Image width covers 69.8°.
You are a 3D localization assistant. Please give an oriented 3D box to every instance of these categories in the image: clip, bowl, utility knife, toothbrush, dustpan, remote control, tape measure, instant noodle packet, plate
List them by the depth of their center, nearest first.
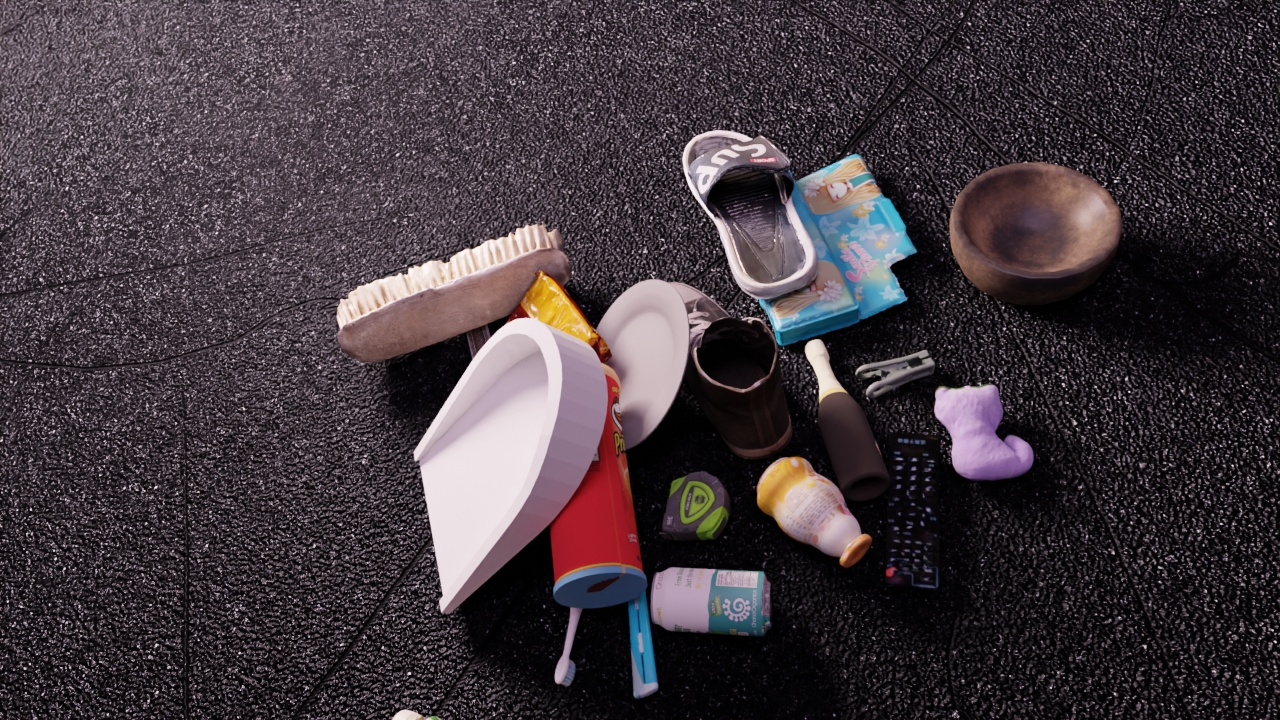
[{"bbox_3d":[-0.003,0.232,0.826,0.022,0.015,0.140,-12,52,4],"label":"utility knife"},{"bbox_3d":[0.248,0.136,0.837,0.047,0.022,0.150,4,58,14],"label":"remote control"},{"bbox_3d":[-0.138,0.078,0.844,0.258,0.053,0.191,-44,46,24],"label":"dustpan"},{"bbox_3d":[-0.052,0.191,0.858,0.027,0.026,0.222,-22,46,41],"label":"toothbrush"},{"bbox_3d":[0.055,0.140,0.866,0.059,0.036,0.065,2,59,24],"label":"tape measure"},{"bbox_3d":[0.256,0.013,0.920,0.075,0.023,0.037,-17,53,-3],"label":"clip"},{"bbox_3d":[-0.005,0.005,0.921,0.179,0.012,0.178,-30,51,45],"label":"plate"},{"bbox_3d":[0.404,-0.124,0.953,0.162,0.070,0.162,-6,55,8],"label":"bowl"},{"bbox_3d":[-0.094,-0.022,0.983,0.099,0.039,0.135,-55,53,22],"label":"instant noodle packet"}]

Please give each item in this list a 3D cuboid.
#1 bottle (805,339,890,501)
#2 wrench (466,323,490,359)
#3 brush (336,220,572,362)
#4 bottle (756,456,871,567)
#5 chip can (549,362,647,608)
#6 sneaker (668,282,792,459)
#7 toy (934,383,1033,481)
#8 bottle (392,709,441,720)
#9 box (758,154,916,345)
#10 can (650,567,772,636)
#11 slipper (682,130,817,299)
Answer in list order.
[{"bbox_3d":[0.193,0.050,0.894,0.045,0.045,0.184,-13,47,3],"label":"bottle"},{"bbox_3d":[-0.167,0.017,1.012,0.070,0.010,0.273,-20,54,-2],"label":"wrench"},{"bbox_3d":[-0.207,-0.074,1.026,0.271,0.083,0.056,-22,54,-3],"label":"brush"},{"bbox_3d":[0.157,0.137,0.827,0.063,0.063,0.109,-38,55,-15],"label":"bottle"},{"bbox_3d":[-0.049,0.110,0.842,0.087,0.087,0.213,-12,56,3],"label":"chip can"},{"bbox_3d":[0.069,-0.020,0.922,0.095,0.120,0.234,-23,52,-5],"label":"sneaker"},{"bbox_3d":[0.322,0.067,0.860,0.080,0.036,0.099,-2,60,-2],"label":"toy"},{"bbox_3d":[-0.132,0.330,0.757,0.167,0.059,0.059,12,59,20],"label":"bottle"},{"bbox_3d":[0.203,-0.133,1.025,0.181,0.039,0.226,-18,53,1],"label":"box"},{"bbox_3d":[0.063,0.210,0.802,0.102,0.055,0.054,0,56,12],"label":"can"},{"bbox_3d":[0.119,-0.182,1.019,0.111,0.063,0.263,-17,56,2],"label":"slipper"}]
